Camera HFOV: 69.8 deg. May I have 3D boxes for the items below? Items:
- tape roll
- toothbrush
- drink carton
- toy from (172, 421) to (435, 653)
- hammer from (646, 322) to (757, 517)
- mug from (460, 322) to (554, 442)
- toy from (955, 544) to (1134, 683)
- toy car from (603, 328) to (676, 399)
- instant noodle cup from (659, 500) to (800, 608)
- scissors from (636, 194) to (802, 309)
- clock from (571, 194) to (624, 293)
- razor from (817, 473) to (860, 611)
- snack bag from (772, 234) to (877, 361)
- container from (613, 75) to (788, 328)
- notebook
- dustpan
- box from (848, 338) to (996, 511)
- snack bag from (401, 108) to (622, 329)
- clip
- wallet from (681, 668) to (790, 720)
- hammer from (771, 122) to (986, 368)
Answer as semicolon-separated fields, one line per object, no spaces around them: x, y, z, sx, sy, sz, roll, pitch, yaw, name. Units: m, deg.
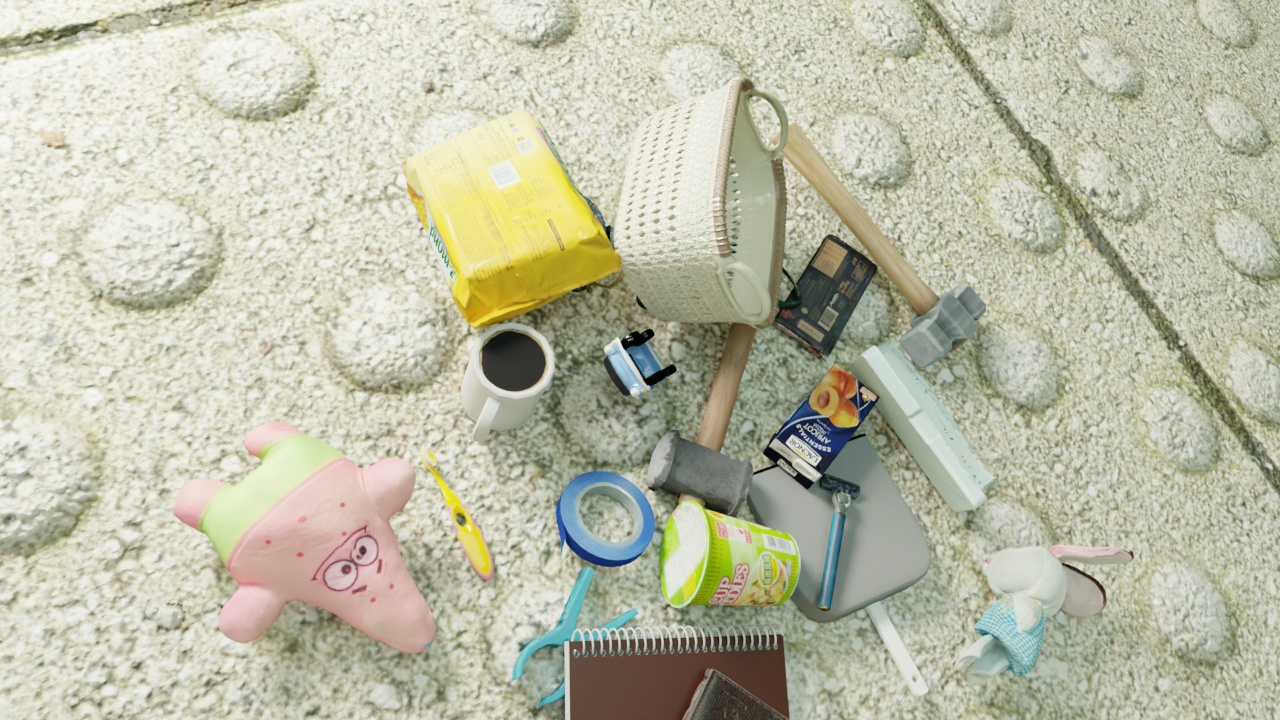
-0.033;0.149;0.866;0.093;0.016;0.091;9;52;-17;tape roll
-0.168;0.138;0.838;0.021;0.016;0.135;-23;76;-30;toothbrush
0.189;0.068;0.964;0.064;0.040;0.129;39;57;10;drink carton
-0.260;0.157;0.759;0.236;0.097;0.191;45;69;-4;toy
0.096;0.004;0.954;0.098;0.052;0.327;23;65;-8;hammer
-0.131;0.029;0.856;0.073;0.090;0.105;25;62;-6;mug
0.389;0.252;0.943;0.205;0.131;0.105;-32;49;-19;toy
-0.005;0.005;0.888;0.055;0.153;0.056;-32;88;10;toy car
0.086;0.188;0.860;0.108;0.099;0.098;14;63;-20;instant noodle cup
0.071;-0.107;1.021;0.203;0.015;0.201;-35;74;-26;scissors
-0.072;-0.124;0.965;0.129;0.052;0.090;34;61;0;clock
0.192;0.178;0.907;0.042;0.022;0.143;18;56;-2;razor
0.215;-0.076;1.057;0.074;0.018;0.154;36;61;0;snack bag
0.071;-0.153;0.929;0.143;0.184;0.245;-6;53;24;container
0.037;0.322;0.806;0.209;0.022;0.171;5;72;-21;notebook
0.222;0.212;0.928;0.163;0.033;0.257;-16;64;-23;dustpan
0.312;0.065;0.998;0.125;0.075;0.197;-25;78;-46;box
-0.131;-0.144;0.889;0.159;0.068;0.247;-23;55;-10;snack bag
-0.051;0.260;0.819;0.126;0.028;0.113;-36;80;-28;clip
0.086;0.341;0.794;0.120;0.031;0.099;37;62;-7;wallet
0.268;-0.143;1.065;0.117;0.051;0.323;-38;87;-36;hammer
